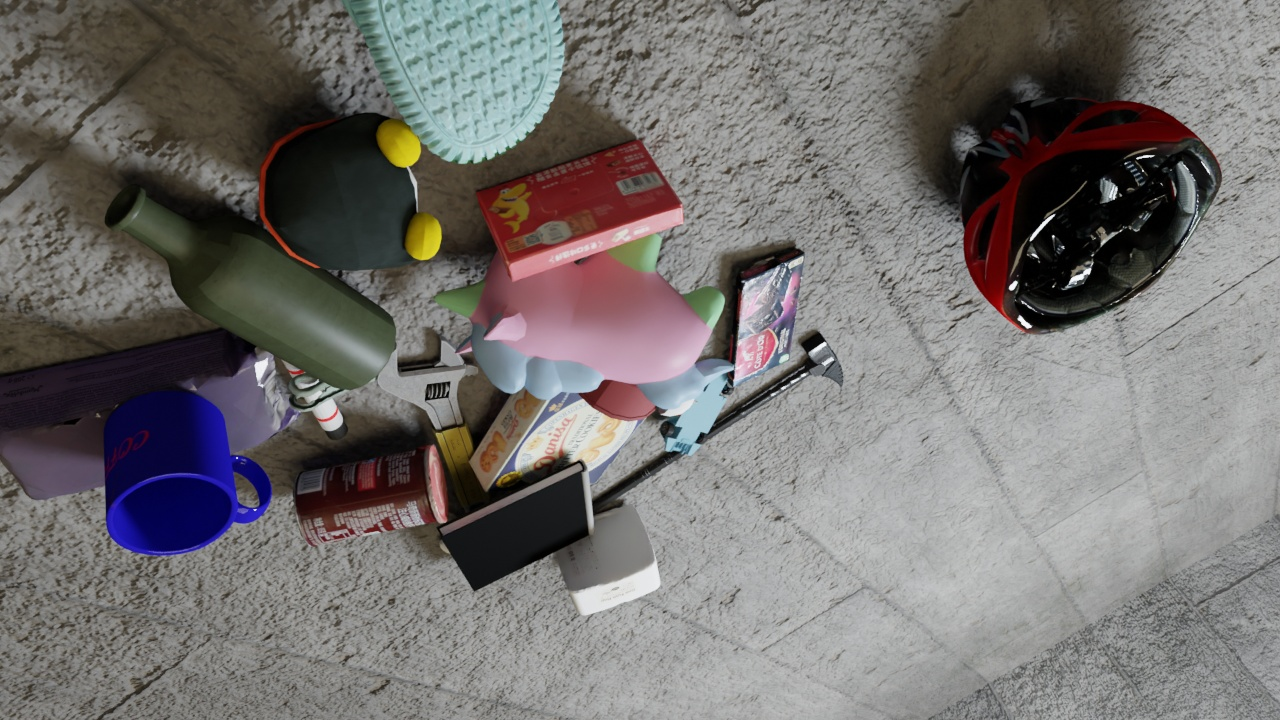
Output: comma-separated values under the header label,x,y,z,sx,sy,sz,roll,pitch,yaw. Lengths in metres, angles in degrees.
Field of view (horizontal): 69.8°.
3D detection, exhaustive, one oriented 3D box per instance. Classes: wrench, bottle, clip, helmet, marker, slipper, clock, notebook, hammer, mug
label,x,y,z,sx,sy,sz,roll,pitch,yaw
wrench,-0.180,0.071,0.859,0.083,0.018,0.274,-17,141,-12
bottle,-0.263,-0.050,0.633,0.071,0.071,0.206,-36,141,11
clip,-0.246,0.015,0.733,0.076,0.023,0.047,-32,150,-42
helmet,0.405,-0.132,0.846,0.271,0.166,0.218,23,120,-44
marker,-0.270,0.016,0.745,0.019,0.019,0.146,-19,141,-10
slipper,-0.126,-0.242,0.503,0.116,0.069,0.276,-26,127,-3
clock,-0.005,0.004,0.822,0.137,0.096,0.048,5,138,-33
notebook,-0.119,0.174,0.940,0.149,0.016,0.207,-24,156,-13
hammer,0.081,0.085,1.029,0.325,0.015,0.095,-33,141,9
mug,-0.317,0.082,0.650,0.111,0.083,0.079,22,115,-42

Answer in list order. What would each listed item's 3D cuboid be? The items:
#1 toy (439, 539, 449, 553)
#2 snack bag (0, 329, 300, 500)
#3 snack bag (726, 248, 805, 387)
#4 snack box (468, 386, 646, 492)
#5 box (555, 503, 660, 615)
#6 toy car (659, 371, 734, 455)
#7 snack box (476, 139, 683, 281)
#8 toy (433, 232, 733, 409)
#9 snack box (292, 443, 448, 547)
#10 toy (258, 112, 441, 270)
label,x,y,z,sx,sy,sz,roll,pitch,yaw
toy,-0.151,0.181,0.984,0.126,0.037,0.076,-36,147,20
snack bag,-0.371,0.042,0.686,0.205,0.058,0.096,-14,139,-15
snack bag,0.121,-0.040,0.900,0.074,0.018,0.155,-25,142,-19
snack box,-0.070,0.063,0.880,0.144,0.042,0.145,1,135,-44
box,-0.035,0.253,1.077,0.110,0.103,0.130,-17,133,-9
toy car,0.057,0.046,0.961,0.060,0.027,0.108,16,108,-41
snack box,-0.045,-0.113,0.673,0.133,0.089,0.021,-20,140,-8
toy,-0.034,-0.024,0.721,0.222,0.120,0.170,41,72,-13
snack box,-0.240,0.122,0.826,0.121,0.072,0.072,-11,140,-3
toy,-0.194,-0.108,0.588,0.099,0.119,0.098,-21,119,-24
